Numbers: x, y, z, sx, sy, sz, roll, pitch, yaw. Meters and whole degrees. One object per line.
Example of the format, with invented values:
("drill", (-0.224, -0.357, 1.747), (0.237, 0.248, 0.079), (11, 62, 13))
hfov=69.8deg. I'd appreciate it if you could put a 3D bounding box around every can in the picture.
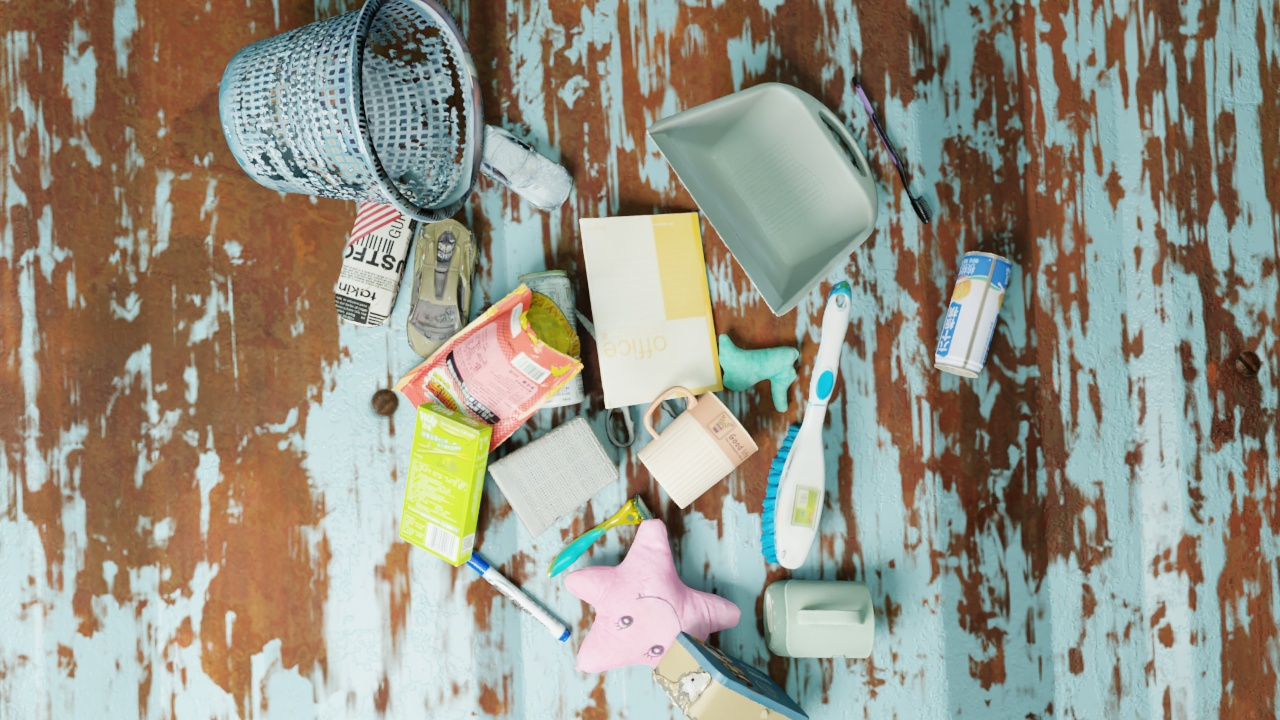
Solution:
("can", (-0.098, -0.023, 1.003), (0.058, 0.058, 0.146), (-8, 89, -3))
("can", (0.373, -0.051, 1.032), (0.053, 0.053, 0.134), (17, 88, -3))

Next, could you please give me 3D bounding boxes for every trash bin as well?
("trash bin", (-0.296, -0.251, 0.924), (0.195, 0.226, 0.226), (2, 88, 20))

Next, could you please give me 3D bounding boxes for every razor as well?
("razor", (-0.049, 0.198, 1.015), (0.132, 0.028, 0.043), (-34, 122, -6))

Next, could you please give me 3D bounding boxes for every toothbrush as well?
("toothbrush", (0.289, -0.242, 1.052), (0.016, 0.014, 0.189), (-27, 90, -11))

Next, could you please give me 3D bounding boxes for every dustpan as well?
("dustpan", (0.154, -0.193, 0.956), (0.143, 0.257, 0.222), (-35, 91, 20))

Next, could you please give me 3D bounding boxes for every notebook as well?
("notebook", (0.013, -0.058, 1.010), (0.145, 0.010, 0.206), (-7, 89, -24))

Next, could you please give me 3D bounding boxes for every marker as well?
("marker", (-0.136, 0.261, 1.015), (0.146, 0.017, 0.017), (40, 87, -2))

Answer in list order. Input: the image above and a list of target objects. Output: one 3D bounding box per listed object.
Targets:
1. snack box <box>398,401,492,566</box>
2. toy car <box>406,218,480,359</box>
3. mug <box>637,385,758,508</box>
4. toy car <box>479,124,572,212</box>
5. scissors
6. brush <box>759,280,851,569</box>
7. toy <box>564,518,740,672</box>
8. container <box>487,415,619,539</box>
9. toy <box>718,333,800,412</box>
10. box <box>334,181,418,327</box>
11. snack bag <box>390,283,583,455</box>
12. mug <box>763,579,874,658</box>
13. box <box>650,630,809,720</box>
("snack box", (-0.207, 0.130, 0.970), (0.086, 0.026, 0.156), (19, 107, 25))
("toy car", (-0.217, -0.076, 1.008), (0.070, 0.042, 0.158), (5, 91, -3))
("mug", (0.052, 0.086, 0.995), (0.106, 0.081, 0.114), (-40, 99, -2))
("toy car", (-0.133, -0.213, 1.017), (0.120, 0.037, 0.054), (33, 87, -5))
("scissors", (-0.012, 0.013, 1.012), (0.159, 0.014, 0.178), (16, 89, -16))
("brush", (0.183, 0.074, 0.991), (0.060, 0.109, 0.314), (10, 88, -1))
("toy", (0.006, 0.287, 0.994), (0.178, 0.074, 0.194), (-39, 97, 2))
("container", (-0.090, 0.120, 0.986), (0.114, 0.090, 0.090), (-32, 91, -6))
("toy", (0.136, 0.013, 1.030), (0.092, 0.030, 0.096), (-7, 94, -1))
("box", (-0.287, -0.117, 0.998), (0.070, 0.055, 0.164), (12, 88, 16))
("snack bag", (-0.161, 0.021, 0.968), (0.208, 0.073, 0.128), (-39, 87, 25))
("mug", (0.192, 0.277, 0.985), (0.106, 0.112, 0.082), (2, 74, -1))
("box", (0.098, 0.353, 0.961), (0.184, 0.090, 0.060), (35, 90, -38))
